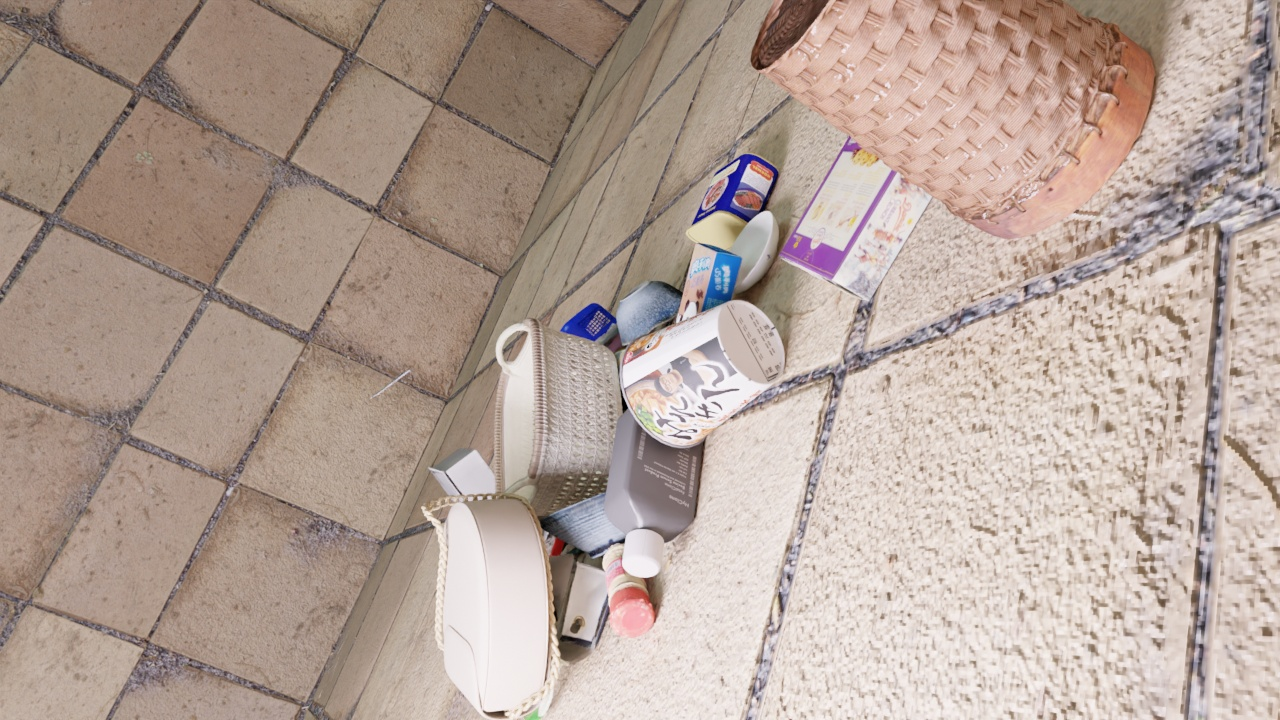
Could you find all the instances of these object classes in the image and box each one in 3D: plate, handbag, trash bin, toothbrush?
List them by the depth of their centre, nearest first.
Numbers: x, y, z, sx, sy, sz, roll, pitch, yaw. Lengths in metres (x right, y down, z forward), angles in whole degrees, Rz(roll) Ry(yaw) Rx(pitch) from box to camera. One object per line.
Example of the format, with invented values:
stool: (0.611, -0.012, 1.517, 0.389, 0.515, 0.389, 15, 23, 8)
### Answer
trash bin: (0.198, -0.194, 0.599, 0.152, 0.210, 0.151, -54, 19, 27)
handbag: (-0.162, 0.249, 0.953, 0.211, 0.103, 0.208, 171, 98, -66)
handbag: (-0.104, 0.301, 1.000, 0.152, 0.074, 0.175, -26, 44, 63)
plate: (0.127, -0.115, 1.025, 0.104, 0.026, 0.104, -53, 19, 27)
toothbrush: (-0.104, 0.226, 1.180, 0.018, 0.012, 0.212, -51, 13, 33)

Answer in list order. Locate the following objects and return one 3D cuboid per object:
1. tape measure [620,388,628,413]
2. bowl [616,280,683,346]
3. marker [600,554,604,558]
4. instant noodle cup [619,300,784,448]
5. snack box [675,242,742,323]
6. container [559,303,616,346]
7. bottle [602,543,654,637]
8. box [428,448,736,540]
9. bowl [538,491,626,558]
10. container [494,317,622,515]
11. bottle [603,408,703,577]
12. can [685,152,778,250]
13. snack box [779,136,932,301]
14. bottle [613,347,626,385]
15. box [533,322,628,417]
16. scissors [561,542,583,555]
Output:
tape measure: (-0.032, 0.067, 1.213, 0.061, 0.034, 0.061, -59, 28, 27)
bowl: (0.007, -0.070, 1.207, 0.110, 0.055, 0.110, -35, 9, 6)
marker: (-0.039, 0.219, 1.034, 0.139, 0.016, 0.022, -173, 78, -72)
instant noodle cup: (0.065, 0.006, 0.883, 0.122, 0.123, 0.123, -32, 33, 44)
snack box: (0.068, -0.051, 1.024, 0.087, 0.034, 0.151, -129, 51, -72)
container: (-0.091, -0.036, 1.441, 0.096, 0.058, 0.114, -52, -5, 36)
bottle: (-0.013, 0.222, 0.895, 0.044, 0.044, 0.109, -59, 16, 14)
box: (-0.090, 0.177, 1.384, 0.168, 0.421, 0.173, 170, 89, -70)
bowl: (-0.037, 0.176, 0.979, 0.137, 0.136, 0.057, -38, 69, 56)
container: (-0.110, 0.079, 1.152, 0.185, 0.142, 0.245, 123, 148, -46)
bottle: (0.011, 0.128, 0.898, 0.046, 0.083, 0.173, -48, 23, 42)
can: (0.114, -0.195, 1.136, 0.092, 0.056, 0.116, -66, 16, -14)
snack box: (0.197, -0.137, 0.816, 0.148, 0.040, 0.143, -60, 16, 9)
bottle: (-0.007, 0.007, 1.197, 0.053, 0.053, 0.186, -67, 16, -13)
box: (-0.067, 0.004, 1.328, 0.202, 0.038, 0.152, -49, -1, 41)
scissors: (-0.119, 0.303, 1.145, 0.202, 0.015, 0.202, -51, 22, 35)
